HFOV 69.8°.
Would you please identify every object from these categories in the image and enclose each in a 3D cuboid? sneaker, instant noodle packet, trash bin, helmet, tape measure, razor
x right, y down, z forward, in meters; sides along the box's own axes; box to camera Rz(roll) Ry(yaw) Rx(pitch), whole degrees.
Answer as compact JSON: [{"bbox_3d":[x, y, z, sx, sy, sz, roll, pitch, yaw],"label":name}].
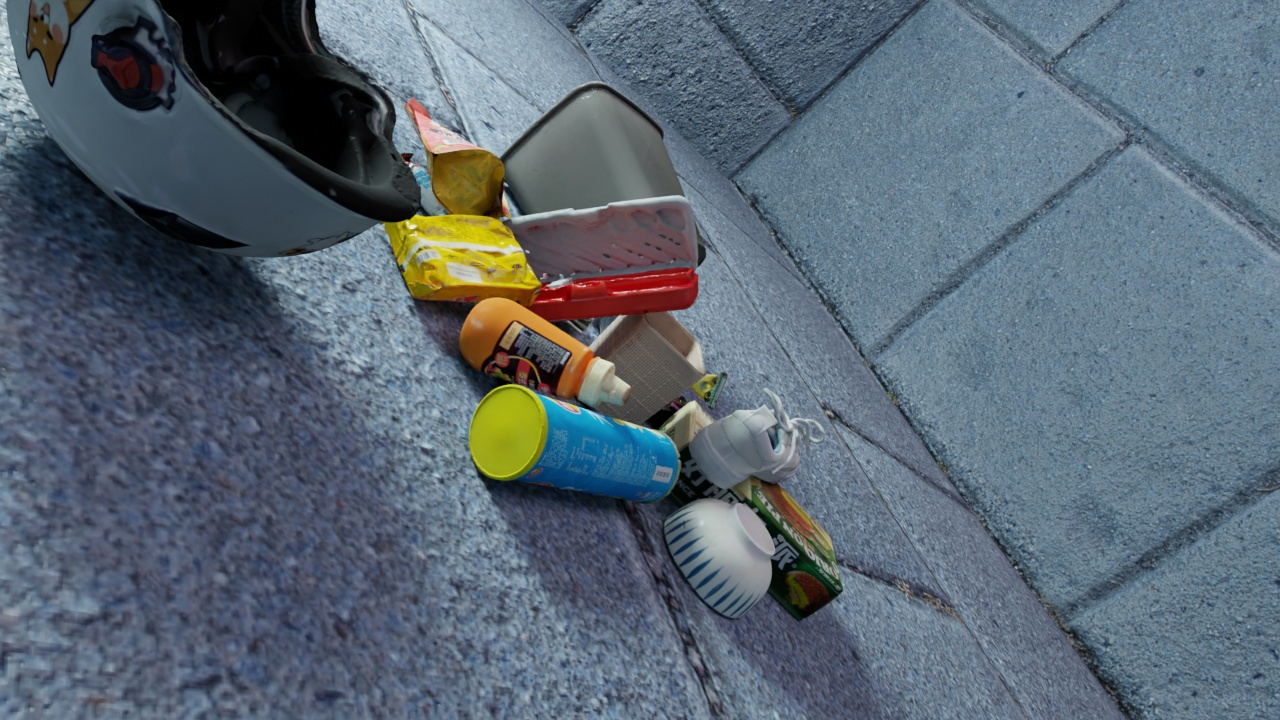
[{"bbox_3d":[0.134,0.075,0.956,0.089,0.091,0.242,54,17,16],"label":"sneaker"},{"bbox_3d":[-0.163,-0.092,0.833,0.128,0.044,0.110,0,46,-42],"label":"instant noodle packet"},{"bbox_3d":[-0.042,-0.197,1.192,0.198,0.199,0.219,20,40,-55],"label":"trash bin"},{"bbox_3d":[-0.275,-0.167,0.568,0.274,0.157,0.229,60,15,1],"label":"helmet"},{"bbox_3d":[0.031,0.054,1.052,0.058,0.039,0.057,31,24,-46],"label":"tape measure"},{"bbox_3d":[0.028,0.010,1.006,0.132,0.043,0.028,22,-3,0],"label":"razor"}]

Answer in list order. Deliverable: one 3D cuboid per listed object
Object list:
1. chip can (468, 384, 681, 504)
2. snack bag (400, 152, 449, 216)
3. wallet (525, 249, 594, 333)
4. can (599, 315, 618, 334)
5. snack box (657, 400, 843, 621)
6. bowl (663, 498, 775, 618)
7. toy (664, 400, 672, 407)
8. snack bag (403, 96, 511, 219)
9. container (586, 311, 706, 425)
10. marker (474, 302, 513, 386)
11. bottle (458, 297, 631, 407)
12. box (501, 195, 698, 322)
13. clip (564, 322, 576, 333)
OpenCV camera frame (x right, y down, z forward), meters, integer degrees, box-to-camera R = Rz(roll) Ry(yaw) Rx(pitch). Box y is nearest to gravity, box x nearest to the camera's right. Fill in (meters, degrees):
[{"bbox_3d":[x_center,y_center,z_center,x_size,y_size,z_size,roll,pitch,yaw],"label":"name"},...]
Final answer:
[{"bbox_3d":[-0.047,0.075,0.759,0.210,0.071,0.071,23,30,-57],"label":"chip can"},{"bbox_3d":[-0.218,-0.170,0.945,0.105,0.026,0.045,51,11,-3],"label":"snack bag"},{"bbox_3d":[-0.106,-0.082,1.007,0.129,0.037,0.106,36,17,-6],"label":"wallet"},{"bbox_3d":[0.004,-0.032,1.129,0.093,0.067,0.066,32,23,-44],"label":"can"},{"bbox_3d":[0.115,0.160,0.992,0.240,0.063,0.114,45,17,-13],"label":"snack box"},{"bbox_3d":[0.084,0.177,0.870,0.116,0.066,0.116,43,18,-18],"label":"bowl"},{"bbox_3d":[0.007,0.015,1.034,0.096,0.030,0.091,32,46,22],"label":"toy"},{"bbox_3d":[-0.191,-0.211,0.970,0.128,0.073,0.207,37,10,-29],"label":"snack bag"},{"bbox_3d":[-0.006,0.005,0.943,0.090,0.111,0.090,43,18,-19],"label":"container"},{"bbox_3d":[-0.132,-0.010,0.831,0.018,0.015,0.124,29,28,-46],"label":"marker"},{"bbox_3d":[-0.077,0.000,0.775,0.149,0.067,0.066,25,14,9],"label":"bottle"},{"bbox_3d":[-0.047,-0.096,0.888,0.094,0.201,0.100,-61,143,-71],"label":"box"},{"bbox_3d":[-0.072,-0.048,1.056,0.026,0.037,0.058,49,17,-9],"label":"clip"}]
